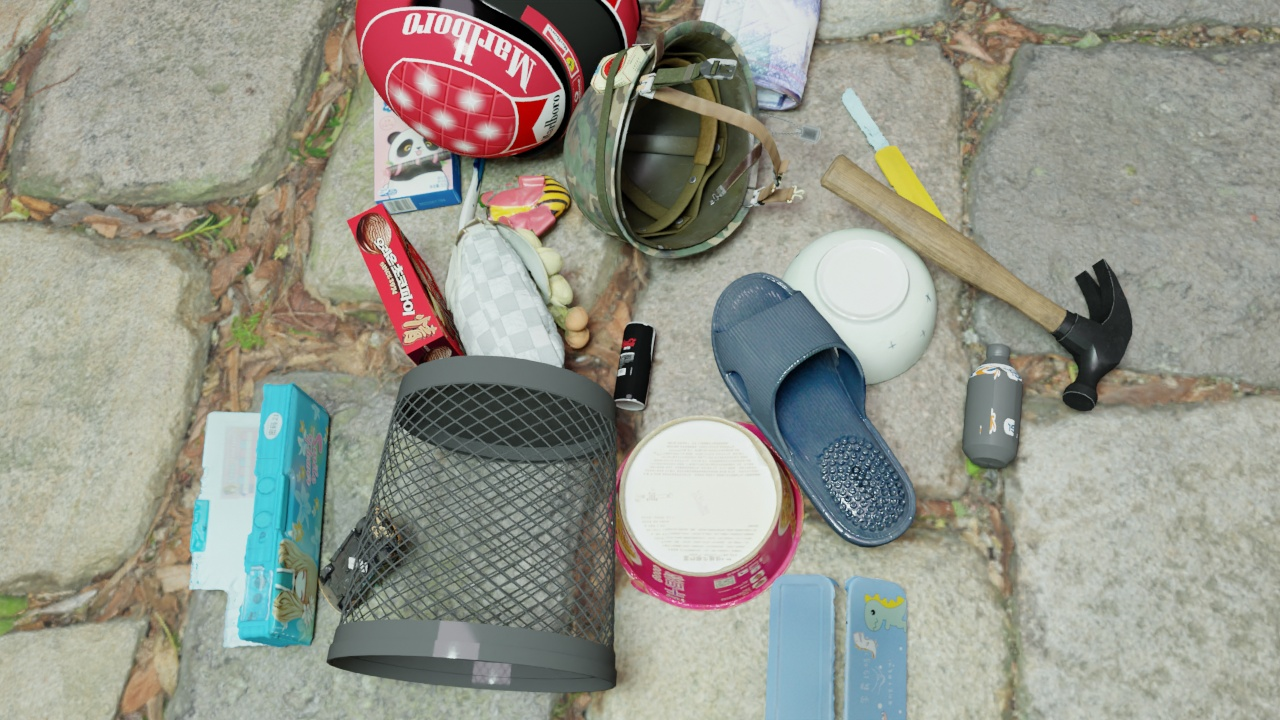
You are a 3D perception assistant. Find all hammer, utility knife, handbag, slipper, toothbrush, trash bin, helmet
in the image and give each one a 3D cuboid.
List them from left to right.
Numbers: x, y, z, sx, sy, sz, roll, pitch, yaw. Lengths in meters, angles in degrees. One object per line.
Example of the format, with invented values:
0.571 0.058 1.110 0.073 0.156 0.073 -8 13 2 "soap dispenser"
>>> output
-0.179 -0.208 0.992 0.017 0.016 0.188 0 68 18 "toothbrush"
-0.147 -0.311 0.916 0.271 0.198 0.224 18 58 -6 "helmet"
-0.120 0.138 0.748 0.218 0.218 0.227 0 65 8 "trash bin"
-0.113 -0.039 0.868 0.123 0.113 0.171 -18 74 -24 "handbag"
0.040 -0.208 0.858 0.236 0.192 0.224 32 89 48 "helmet"
0.124 -0.350 0.983 0.126 0.069 0.158 16 72 -2 "handbag"
0.139 0.028 0.756 0.101 0.082 0.263 -25 67 -6 "slipper"
0.262 -0.190 0.925 0.030 0.019 0.227 -23 72 -8 "utility knife"
0.299 -0.092 0.824 0.305 0.040 0.132 34 66 1 "hammer"

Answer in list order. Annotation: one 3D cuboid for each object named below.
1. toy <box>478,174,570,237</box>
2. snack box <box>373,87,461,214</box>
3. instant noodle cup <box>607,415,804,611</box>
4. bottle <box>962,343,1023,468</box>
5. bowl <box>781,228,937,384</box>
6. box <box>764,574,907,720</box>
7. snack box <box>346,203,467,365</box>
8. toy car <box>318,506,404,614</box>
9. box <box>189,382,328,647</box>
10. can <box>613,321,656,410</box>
-0.121 -0.156 0.950 0.103 0.046 0.084 -36 55 -12 "toy"
-0.244 -0.237 1.002 0.088 0.033 0.154 -8 68 3 "snack box"
0.054 0.123 0.799 0.179 0.078 0.178 -3 69 7 "instant noodle cup"
0.313 0.039 0.814 0.047 0.047 0.112 8 70 10 "bottle"
0.203 -0.060 0.854 0.153 0.073 0.153 -2 69 5 "bowl"
0.159 0.279 0.742 0.122 0.047 0.209 2 71 10 "box"
-0.210 -0.051 0.871 0.036 0.133 0.152 -28 68 -4 "snack box"
-0.245 0.179 0.834 0.047 0.047 0.112 48 110 21 "toy car"
-0.361 0.143 0.837 0.117 0.097 0.226 -5 68 3 "box"
-0.005 0.005 0.877 0.031 0.031 0.080 5 70 9 "can"
